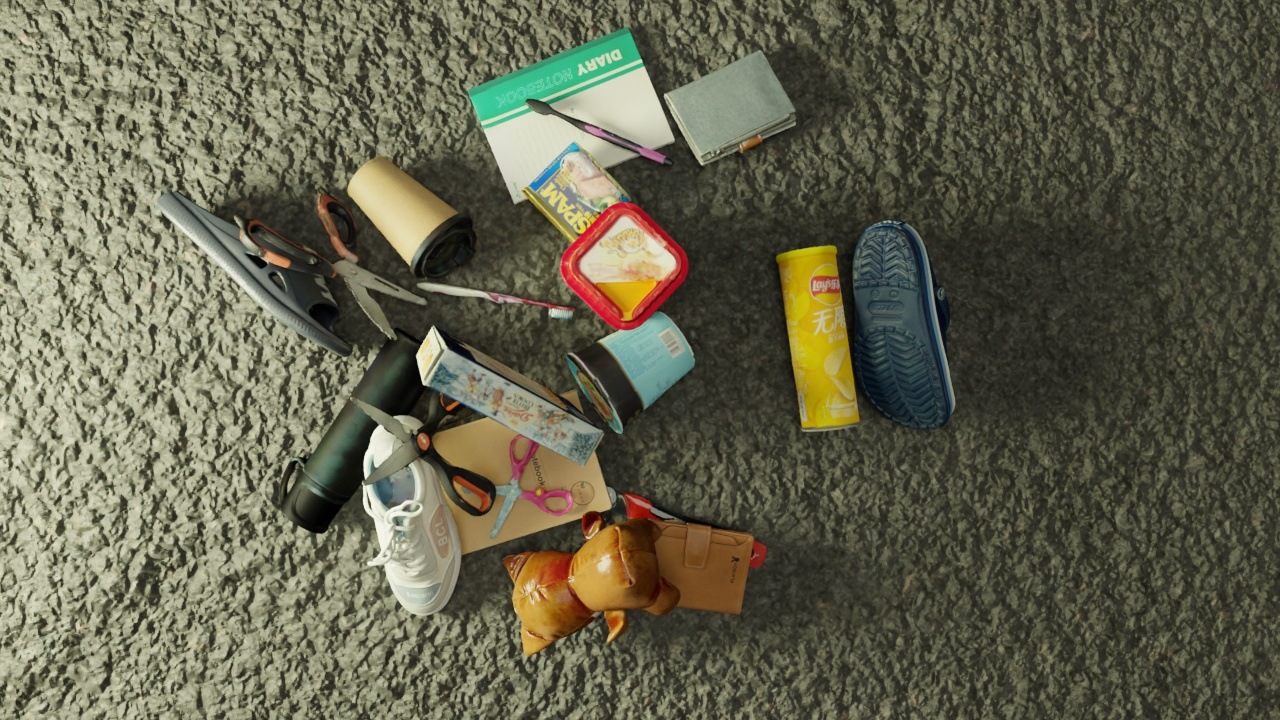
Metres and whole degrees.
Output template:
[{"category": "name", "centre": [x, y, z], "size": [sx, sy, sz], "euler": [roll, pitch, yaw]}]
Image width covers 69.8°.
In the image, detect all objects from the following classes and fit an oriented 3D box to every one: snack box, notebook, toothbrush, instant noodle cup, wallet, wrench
[{"category": "snack box", "centre": [-0.143, 0.033, 0.963], "size": [0.182, 0.178, 0.046], "euler": [30, 89, -18]}, {"category": "notebook", "centre": [-0.153, 0.134, 1.080], "size": [0.207, 0.008, 0.148], "euler": [-17, 88, 0]}, {"category": "toothbrush", "centre": [-0.171, -0.071, 1.087], "size": [0.187, 0.016, 0.017], "euler": [9, 98, -4]}, {"category": "notebook", "centre": [-0.082, -0.293, 1.099], "size": [0.209, 0.012, 0.150], "euler": [-23, 90, -3]}, {"category": "instant noodle cup", "centre": [-0.020, -0.102, 1.043], "size": [0.116, 0.124, 0.116], "euler": [44, 87, -2]}, {"category": "toothbrush", "centre": [-0.048, -0.269, 1.088], "size": [0.189, 0.018, 0.014], "euler": [22, 88, -6]}, {"category": "instant noodle cup", "centre": [-0.006, 0.006, 1.059], "size": [0.120, 0.111, 0.111], "euler": [-34, 91, -12]}, {"category": "wallet", "centre": [0.061, 0.242, 1.080], "size": [0.132, 0.031, 0.108], "euler": [9, 103, -2]}, {"category": "wallet", "centre": [0.109, -0.299, 1.099], "size": [0.129, 0.037, 0.106], "euler": [-26, 80, -5]}, {"category": "wrench", "centre": [0.024, 0.184, 1.095], "size": [0.273, 0.016, 0.056], "euler": [26, 88, -2]}]

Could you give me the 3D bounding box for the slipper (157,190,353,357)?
[{"category": "slipper", "centre": [-0.415, -0.112, 1.027], "size": [0.268, 0.111, 0.083], "euler": [41, 84, 1]}]

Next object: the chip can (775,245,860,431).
[{"category": "chip can", "centre": [0.210, -0.025, 1.082], "size": [0.072, 0.072, 0.213], "euler": [-8, 89, -4]}]

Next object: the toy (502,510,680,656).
[{"category": "toy", "centre": [-0.061, 0.250, 1.035], "size": [0.200, 0.130, 0.140], "euler": [-25, 58, 15]}]

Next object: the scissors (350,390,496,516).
[{"category": "scissors", "centre": [-0.221, 0.091, 0.989], "size": [0.022, 0.220, 0.232], "euler": [-18, 120, 24]}]

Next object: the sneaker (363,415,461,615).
[{"category": "sneaker", "centre": [-0.254, 0.187, 1.012], "size": [0.089, 0.090, 0.242], "euler": [-5, 109, 1]}]

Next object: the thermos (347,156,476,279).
[{"category": "thermos", "centre": [-0.262, -0.163, 1.050], "size": [0.143, 0.093, 0.093], "euler": [43, 86, 7]}]

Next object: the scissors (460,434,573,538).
[{"category": "scissors", "centre": [-0.144, 0.145, 1.068], "size": [0.133, 0.017, 0.135], "euler": [1, 91, 4]}]

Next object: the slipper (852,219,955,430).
[{"category": "slipper", "centre": [0.311, -0.043, 1.084], "size": [0.095, 0.105, 0.253], "euler": [-28, 109, -44]}]

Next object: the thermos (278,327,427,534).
[{"category": "thermos", "centre": [-0.328, 0.074, 1.051], "size": [0.090, 0.068, 0.242], "euler": [34, 87, 20]}]

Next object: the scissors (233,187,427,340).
[{"category": "scissors", "centre": [-0.340, -0.110, 1.022], "size": [0.015, 0.188, 0.223], "euler": [-44, 70, 34]}]

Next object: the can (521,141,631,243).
[{"category": "can", "centre": [-0.073, -0.191, 1.066], "size": [0.083, 0.057, 0.102], "euler": [-45, 103, -1]}]
